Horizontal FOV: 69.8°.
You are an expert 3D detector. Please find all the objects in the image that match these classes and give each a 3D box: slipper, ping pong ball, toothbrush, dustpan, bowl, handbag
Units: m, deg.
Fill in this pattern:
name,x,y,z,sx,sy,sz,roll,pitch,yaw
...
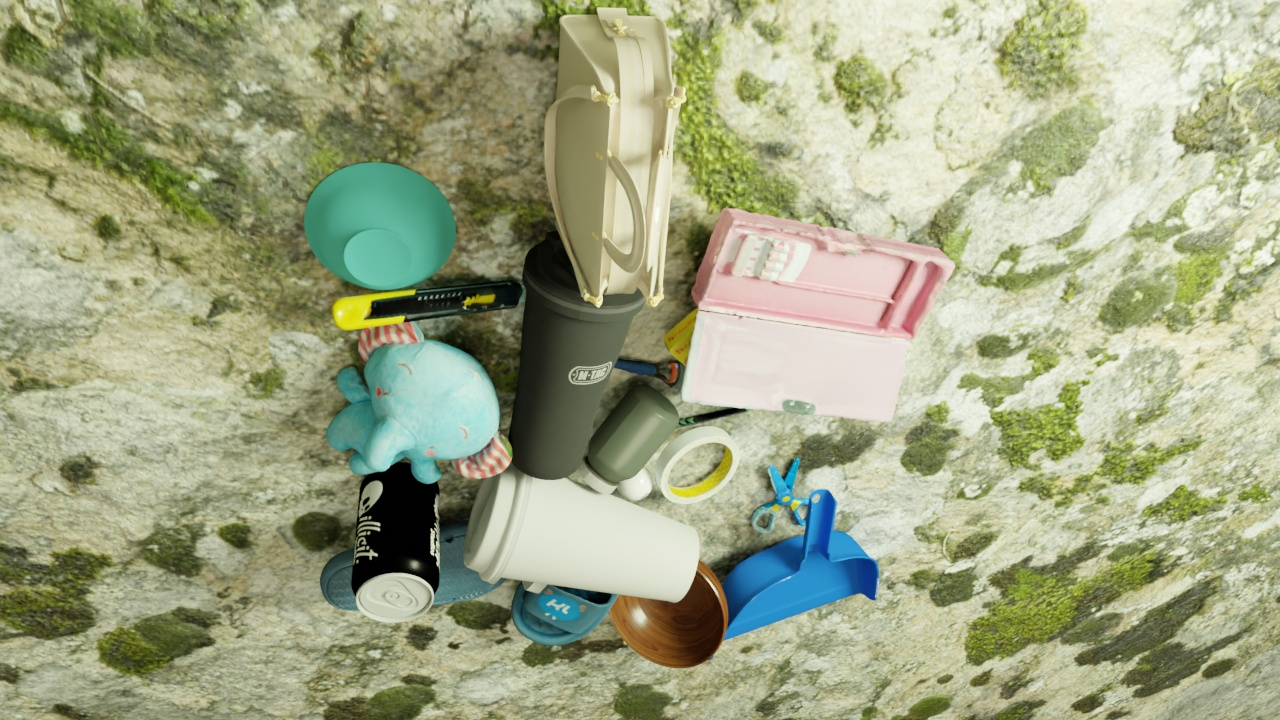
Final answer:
name,x,y,z,sx,sy,sz,roll,pitch,yaw
slipper,-0.068,0.253,1.041,0.104,0.059,0.214,34,113,-10
ping pong ball,-0.006,0.129,0.978,0.040,0.040,0.040,-6,130,-7
toothbrush,0.057,0.061,0.954,0.188,0.014,0.017,-14,122,-1
dustpan,0.188,0.241,1.082,0.245,0.059,0.258,-14,126,-18
bowl,0.041,0.279,1.081,0.147,0.068,0.147,7,107,23
bowl,-0.212,-0.095,0.747,0.121,0.046,0.121,-6,130,-7
handbag,-0.013,-0.130,0.662,0.101,0.197,0.195,-3,129,-10
slipper,-0.235,0.215,0.991,0.213,0.059,0.104,-5,122,-24

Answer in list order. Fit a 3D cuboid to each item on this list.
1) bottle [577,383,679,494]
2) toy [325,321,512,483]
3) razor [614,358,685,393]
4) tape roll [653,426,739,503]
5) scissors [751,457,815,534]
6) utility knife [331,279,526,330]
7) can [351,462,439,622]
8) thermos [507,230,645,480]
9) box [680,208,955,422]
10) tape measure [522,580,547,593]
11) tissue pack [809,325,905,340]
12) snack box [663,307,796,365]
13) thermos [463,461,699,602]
name,x,y,z,sx,sy,sz,roll,pitch,yaw
bottle,-0.014,0.079,0.913,0.060,0.060,0.108,30,107,-31
toy,-0.217,0.054,0.832,0.181,0.114,0.183,-29,108,19
razor,-0.005,0.005,0.893,0.141,0.018,0.044,12,92,-17
tape roll,0.060,0.112,0.978,0.094,0.019,0.094,-15,130,-18
scissors,0.156,0.158,1.057,0.097,0.020,0.133,-25,131,5
utility knife,-0.169,-0.051,0.792,0.186,0.020,0.029,-10,97,-20
can,-0.237,0.174,0.897,0.080,0.145,0.080,-6,130,-7
thermos,-0.066,0.003,0.814,0.105,0.105,0.219,5,125,-16
box,0.154,-0.037,0.834,0.232,0.050,0.180,8,111,-22
tape measure,-0.110,0.218,1.015,0.016,0.064,0.065,25,113,-29
tissue pack,0.206,0.006,0.928,0.099,0.034,0.114,5,126,-14
snack box,0.101,-0.043,0.862,0.152,0.025,0.075,-40,126,14
thermos,-0.057,0.181,0.938,0.221,0.131,0.132,18,123,-17
